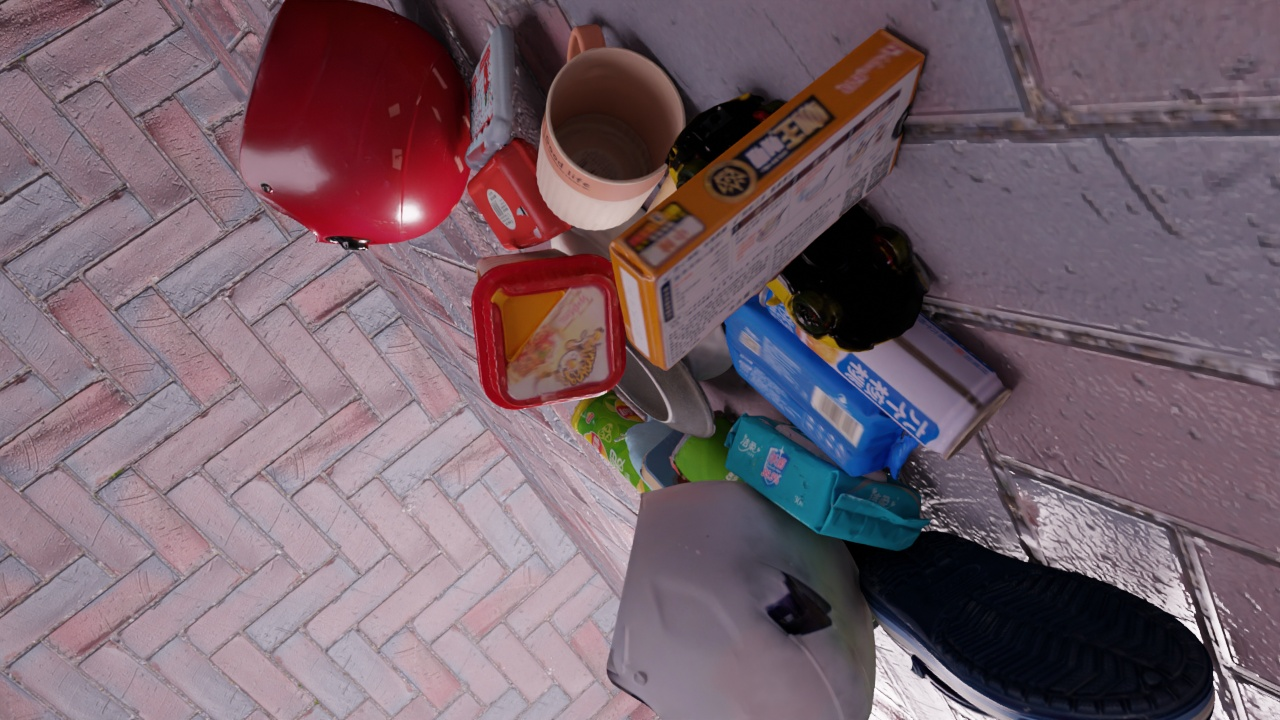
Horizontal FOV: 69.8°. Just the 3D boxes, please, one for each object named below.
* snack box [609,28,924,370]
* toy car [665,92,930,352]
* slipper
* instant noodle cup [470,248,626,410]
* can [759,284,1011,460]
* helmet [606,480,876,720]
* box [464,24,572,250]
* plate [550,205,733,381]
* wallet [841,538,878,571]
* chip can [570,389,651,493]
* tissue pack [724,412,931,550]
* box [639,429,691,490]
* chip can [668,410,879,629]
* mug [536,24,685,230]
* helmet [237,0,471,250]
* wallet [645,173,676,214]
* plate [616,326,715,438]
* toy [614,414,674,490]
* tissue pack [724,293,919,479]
[{"bbox_3d":[0.054,-0.066,0.384,0.026,0.153,0.075,43,163,23],"label":"snack box"},{"bbox_3d":[0.078,-0.068,0.471,0.156,0.071,0.041,48,164,5],"label":"toy car"},{"bbox_3d":[0.227,0.182,0.573,0.095,0.105,0.253,62,165,-15],"label":"slipper"},{"bbox_3d":[-0.081,-0.035,0.735,0.124,0.116,0.116,-134,38,-62],"label":"instant noodle cup"},{"bbox_3d":[0.130,-0.009,0.497,0.134,0.053,0.053,44,164,22],"label":"can"},{"bbox_3d":[0.100,0.199,0.691,0.259,0.146,0.228,55,-153,-21],"label":"helmet"},{"bbox_3d":[-0.108,-0.163,0.720,0.201,0.058,0.161,-165,57,-73],"label":"box"},{"bbox_3d":[-0.006,-0.057,0.786,0.205,0.045,0.205,45,163,17],"label":"plate"},{"bbox_3d":[0.154,0.123,0.750,0.122,0.020,0.097,45,137,21],"label":"wallet"},{"bbox_3d":[0.010,0.124,1.119,0.221,0.072,0.073,41,163,28],"label":"chip can"},{"bbox_3d":[0.130,0.086,0.656,0.093,0.050,0.133,18,-172,-34],"label":"tissue pack"},{"bbox_3d":[0.087,0.144,0.921,0.184,0.089,0.062,44,164,13],"label":"box"},{"bbox_3d":[0.131,0.148,0.831,0.236,0.072,0.072,44,164,22],"label":"chip can"},{"bbox_3d":[-0.027,-0.149,0.582,0.106,0.081,0.114,141,116,-76],"label":"mug"},{"bbox_3d":[-0.219,-0.199,0.814,0.144,0.206,0.240,8,167,23],"label":"helmet"},{"bbox_3d":[0.030,-0.079,0.631,0.115,0.024,0.087,138,111,-74],"label":"wallet"},{"bbox_3d":[-0.005,0.005,0.796,0.179,0.024,0.180,46,165,15],"label":"plate"},{"bbox_3d":[0.043,0.123,0.999,0.156,0.050,0.161,26,-148,-23],"label":"toy"},{"bbox_3d":[0.113,0.003,0.577,0.157,0.052,0.095,44,162,21],"label":"tissue pack"}]
